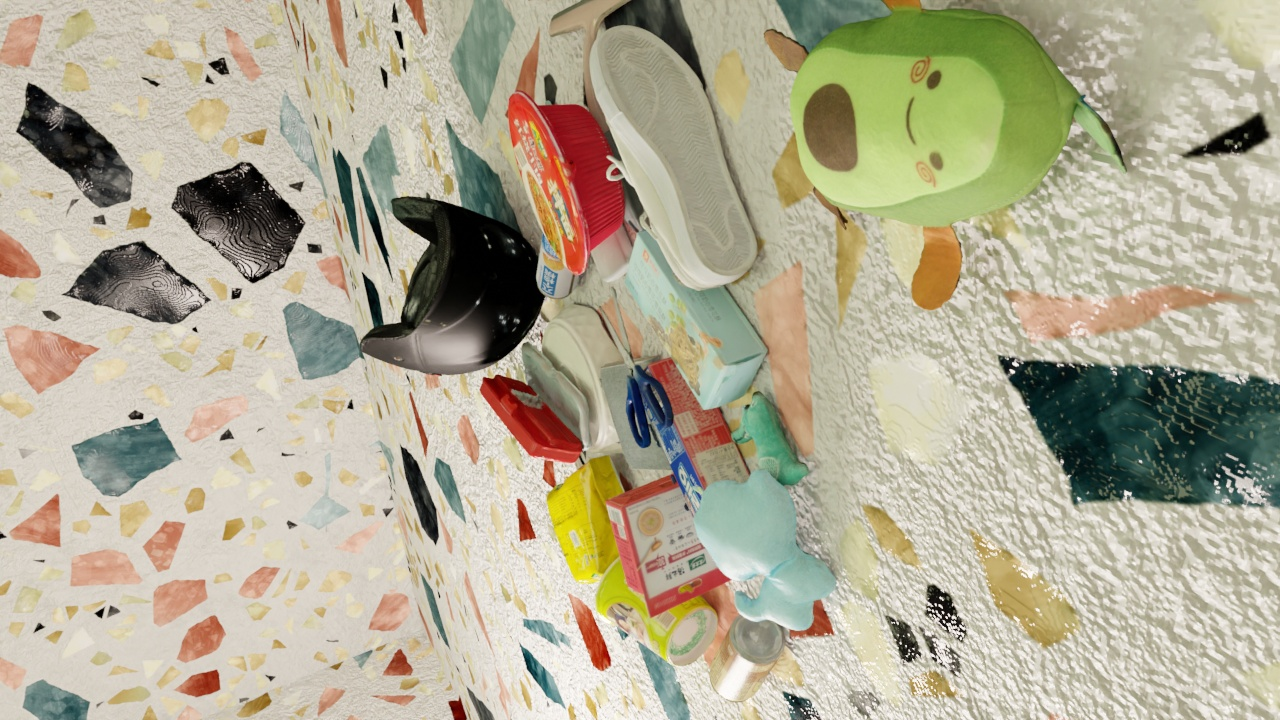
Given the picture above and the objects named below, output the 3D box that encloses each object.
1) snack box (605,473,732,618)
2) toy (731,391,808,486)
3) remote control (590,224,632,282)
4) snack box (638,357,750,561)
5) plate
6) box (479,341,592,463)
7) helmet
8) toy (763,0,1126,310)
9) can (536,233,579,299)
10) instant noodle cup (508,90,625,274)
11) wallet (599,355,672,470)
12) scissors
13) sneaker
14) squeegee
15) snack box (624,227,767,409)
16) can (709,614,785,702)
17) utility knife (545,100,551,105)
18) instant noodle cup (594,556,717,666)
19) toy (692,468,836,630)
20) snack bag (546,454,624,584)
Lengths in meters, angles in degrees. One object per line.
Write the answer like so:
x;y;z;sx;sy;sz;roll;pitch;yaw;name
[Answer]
0.033;0.194;0.992;0.044;0.113;0.127;4;110;63;snack box
0.115;0.076;0.842;0.097;0.030;0.092;-45;61;61;toy
-0.045;-0.157;1.026;0.056;0.020;0.136;-33;75;48;remote control
0.062;0.097;0.933;0.207;0.058;0.057;66;155;15;snack box
-0.073;0.029;1.191;0.205;0.045;0.205;43;142;47;plate
-0.126;0.045;1.189;0.201;0.095;0.098;39;110;52;box
-0.261;-0.092;1.287;0.275;0.230;0.233;153;129;-68;helmet
0.154;-0.141;0.544;0.247;0.089;0.227;20;130;64;toy
-0.095;-0.125;1.108;0.053;0.053;0.135;64;161;17;can
-0.071;-0.189;0.944;0.193;0.065;0.194;57;162;30;instant noodle cup
0.003;0.062;1.061;0.107;0.036;0.130;-8;100;55;wallet
-0.008;0.015;0.947;0.162;0.012;0.163;46;142;49;scissors
0.022;-0.174;0.814;0.242;0.089;0.091;65;160;1;sneaker
-0.031;-0.244;0.927;0.248;0.040;0.250;14;119;61;squeegee
0.048;-0.044;0.875;0.174;0.051;0.074;59;153;27;snack box
0.111;0.316;0.974;0.058;0.058;0.117;57;151;31;can
-0.078;-0.221;1.071;0.187;0.013;0.029;69;156;7;utility knife
0.025;0.300;1.101;0.123;0.111;0.112;30;132;46;instant noodle cup
0.107;0.171;0.840;0.156;0.049;0.162;27;122;7;toy
-0.067;0.228;1.262;0.158;0.068;0.247;69;160;11;snack bag
